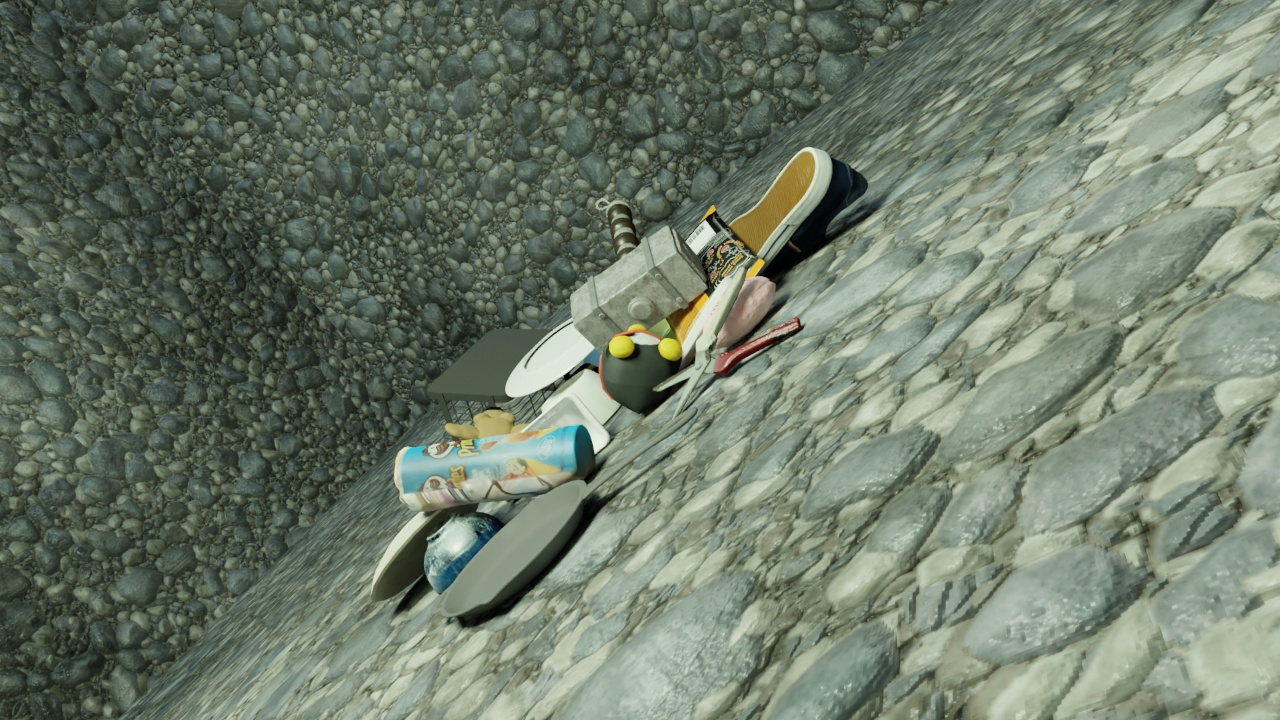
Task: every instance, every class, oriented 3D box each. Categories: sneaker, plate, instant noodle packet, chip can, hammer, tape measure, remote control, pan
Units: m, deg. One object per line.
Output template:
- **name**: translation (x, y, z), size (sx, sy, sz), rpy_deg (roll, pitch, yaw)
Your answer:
- **sneaker**: translation (0.199, -0.166, 1.232), size (0.296, 0.127, 0.120), rpy_deg (-45, 39, 49)
- **plate**: translation (-0.279, 0.228, 1.176), size (0.188, 0.027, 0.189), rpy_deg (-47, -12, -13)
- **instant noodle packet**: translation (0.083, -0.109, 1.249), size (0.160, 0.032, 0.220), rpy_deg (-54, 27, 16)
- **chip can**: translation (-0.170, 0.126, 1.071), size (0.230, 0.080, 0.079), rpy_deg (-9, 19, 15)
- **hammer**: translation (-0.018, -0.159, 1.307), size (0.177, 0.079, 0.325), rpy_deg (-34, 34, 16)
- **tape measure**: translation (-0.073, 0.035, 1.363), size (0.038, 0.062, 0.067), rpy_deg (-47, 11, -37)
- **remote control**: translation (0.078, -0.044, 1.143), size (0.137, 0.013, 0.043), rpy_deg (-59, -14, 12)
- **plate**: translation (-0.120, -0.022, 1.352), size (0.209, 0.015, 0.208), rpy_deg (-33, 21, 14)
- **pan**: translation (-0.077, 0.160, 0.929), size (0.355, 0.024, 0.216), rpy_deg (-39, 10, 13)

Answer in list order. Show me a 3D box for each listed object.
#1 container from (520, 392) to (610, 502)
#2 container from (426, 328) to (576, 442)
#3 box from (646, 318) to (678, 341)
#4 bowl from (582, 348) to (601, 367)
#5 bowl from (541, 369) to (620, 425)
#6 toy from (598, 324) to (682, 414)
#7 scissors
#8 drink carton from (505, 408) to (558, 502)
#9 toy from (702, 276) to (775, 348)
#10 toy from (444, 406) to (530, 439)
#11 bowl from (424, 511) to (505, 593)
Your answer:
- **container**: translation (-0.108, 0.108, 1.140), size (0.129, 0.081, 0.049), rpy_deg (-40, -2, -1)
- **container**: translation (-0.214, 0.055, 1.501), size (0.163, 0.130, 0.240), rpy_deg (2, 31, 27)
- **box**: translation (0.037, -0.047, 1.332), size (0.130, 0.064, 0.187), rpy_deg (9, 33, 17)
- **bowl**: translation (-0.028, -0.040, 1.425), size (0.151, 0.074, 0.150), rpy_deg (-165, 91, -70)
- **bowl**: translation (-0.085, 0.063, 1.275), size (0.116, 0.065, 0.116), rpy_deg (-39, 10, 8)
- **toy**: translation (-0.007, 0.006, 1.128), size (0.119, 0.097, 0.100), rpy_deg (-127, 42, -69)
- **scissors**: translation (0.092, -0.027, 1.016), size (0.199, 0.015, 0.179), rpy_deg (-25, 44, 34)
- **drink carton**: translation (-0.144, 0.125, 1.212), size (0.125, 0.076, 0.048), rpy_deg (-33, 11, 16)
- **toy**: translation (0.114, -0.053, 1.102), size (0.108, 0.053, 0.105), rpy_deg (-45, -5, -16)
- **toy**: translation (-0.206, 0.119, 1.293), size (0.105, 0.134, 0.108), rpy_deg (-103, 16, -50)
- **bowl**: translation (-0.222, 0.220, 1.109), size (0.114, 0.061, 0.114), rpy_deg (-39, 11, 9)
